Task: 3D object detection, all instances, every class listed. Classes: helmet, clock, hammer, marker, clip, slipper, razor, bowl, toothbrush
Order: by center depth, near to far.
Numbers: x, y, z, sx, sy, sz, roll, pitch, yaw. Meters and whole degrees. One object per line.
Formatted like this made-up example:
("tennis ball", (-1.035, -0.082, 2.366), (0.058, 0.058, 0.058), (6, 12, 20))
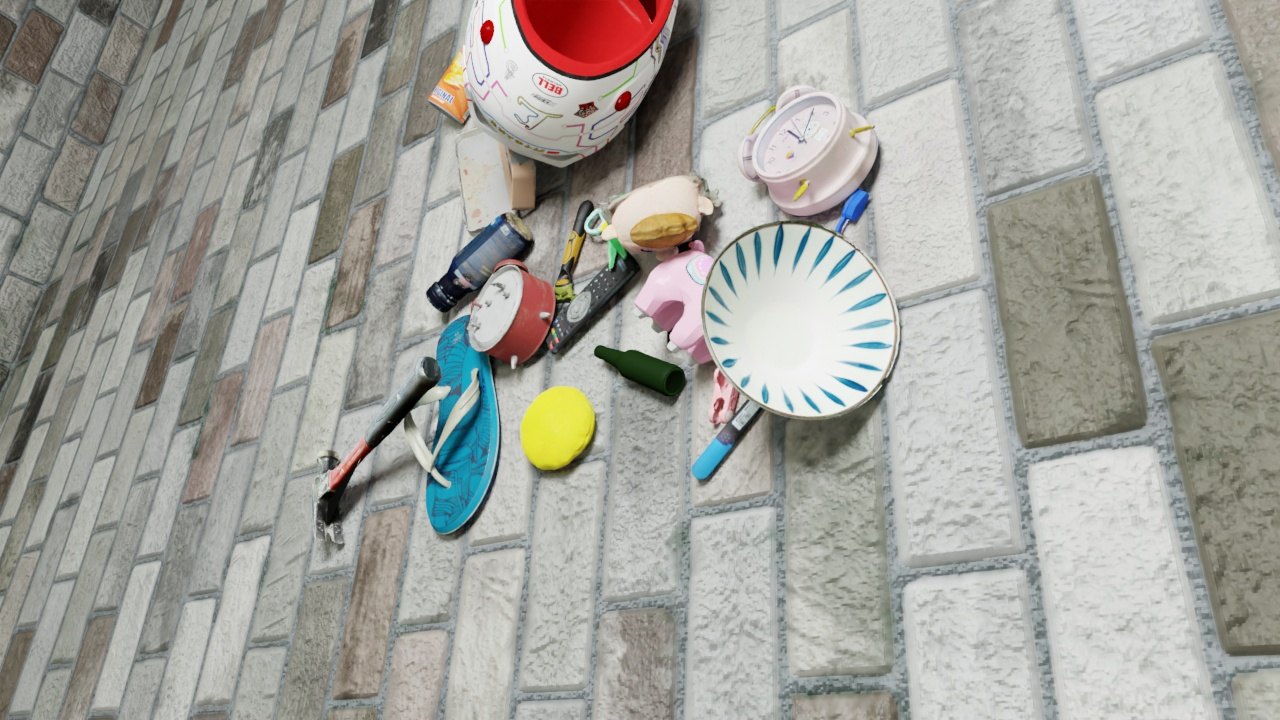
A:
("bowl", (0.130, -0.028, 0.808), (0.071, 0.177, 0.177), (127, 160, -72))
("marker", (0.090, 0.061, 0.855), (0.018, 0.015, 0.123), (40, 94, 10))
("toothbrush", (0.165, -0.080, 0.871), (0.011, 0.016, 0.186), (31, 90, 44))
("clip", (0.075, 0.033, 0.879), (0.039, 0.022, 0.059), (-3, 67, 36))
("clock", (0.159, -0.213, 0.911), (0.117, 0.058, 0.158), (-48, 37, 8))
("slipper", (-0.225, 0.060, 1.097), (0.118, 0.060, 0.294), (-25, 53, 24))
("clock", (-0.166, -0.067, 1.102), (0.110, 0.062, 0.156), (-55, 36, 15))
("razor", (-0.081, -0.132, 1.108), (0.044, 0.021, 0.144), (-3, 63, 40))
("helmet", (-0.087, -0.397, 1.109), (0.314, 0.231, 0.236), (-69, 14, -9))
("hammer", (-0.327, 0.103, 1.115), (0.327, 0.036, 0.140), (-43, 45, 37))

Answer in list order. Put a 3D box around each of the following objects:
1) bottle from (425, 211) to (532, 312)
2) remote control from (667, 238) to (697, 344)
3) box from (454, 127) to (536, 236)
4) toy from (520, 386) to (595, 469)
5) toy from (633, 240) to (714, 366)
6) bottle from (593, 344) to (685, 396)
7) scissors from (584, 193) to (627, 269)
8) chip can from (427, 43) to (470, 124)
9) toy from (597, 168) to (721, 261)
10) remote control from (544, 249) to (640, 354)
("bottle", (-0.211, -0.124, 1.187), (0.161, 0.056, 0.056), (-39, 47, 18))
("remote control", (0.045, -0.070, 0.970), (0.039, 0.010, 0.124), (-15, 58, 35))
("box", (-0.204, -0.280, 1.248), (0.121, 0.094, 0.216), (106, 155, -47))
("toy", (-0.090, 0.072, 0.986), (0.096, 0.041, 0.094), (-34, 54, 21))
("toy", (0.079, -0.072, 0.896), (0.157, 0.067, 0.123), (-46, 55, 6))
("bottle", (-0.006, 0.006, 0.956), (0.123, 0.033, 0.033), (22, 82, 46))
("scissors", (-0.040, -0.144, 1.064), (0.078, 0.013, 0.131), (-22, 42, 26))
("chip can", (-0.241, -0.465, 1.399), (0.062, 0.062, 0.210), (35, 91, 46))
("toy", (0.022, -0.143, 0.953), (0.133, 0.076, 0.175), (-19, 19, 9))
("remote control", (-0.057, -0.066, 1.046), (0.141, 0.021, 0.045), (-44, 37, 15))
